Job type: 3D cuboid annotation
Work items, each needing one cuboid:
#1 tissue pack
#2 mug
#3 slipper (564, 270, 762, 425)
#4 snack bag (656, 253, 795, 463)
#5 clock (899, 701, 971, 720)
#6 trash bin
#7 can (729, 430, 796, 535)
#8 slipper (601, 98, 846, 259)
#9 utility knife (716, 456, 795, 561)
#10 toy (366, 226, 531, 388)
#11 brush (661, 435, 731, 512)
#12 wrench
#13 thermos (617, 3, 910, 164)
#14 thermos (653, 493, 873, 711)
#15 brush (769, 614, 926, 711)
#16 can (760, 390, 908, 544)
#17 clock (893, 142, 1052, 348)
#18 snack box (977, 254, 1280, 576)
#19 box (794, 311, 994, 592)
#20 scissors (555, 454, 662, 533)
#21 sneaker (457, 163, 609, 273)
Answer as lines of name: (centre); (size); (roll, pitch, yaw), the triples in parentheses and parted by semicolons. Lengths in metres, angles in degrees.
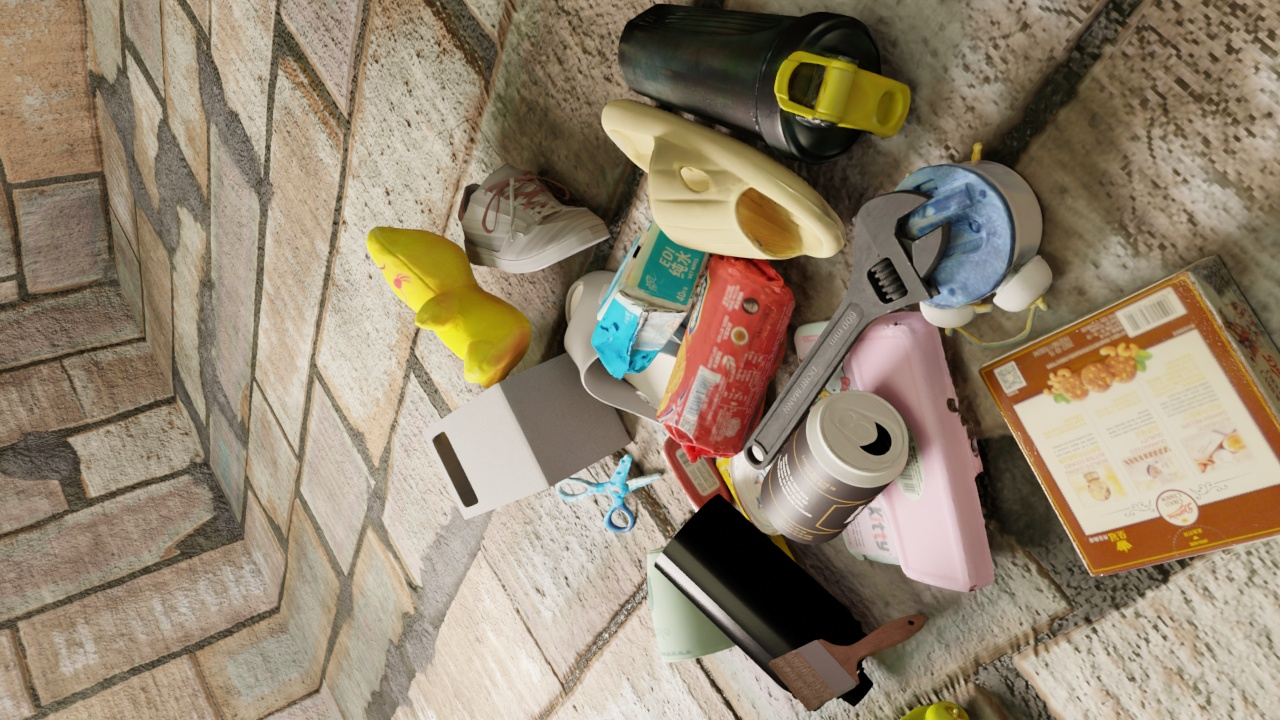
tissue pack: (0.009, -0.061, 0.767); (0.061, 0.144, 0.093); (27, 140, -7)
mug: (0.047, 0.232, 0.906); (0.111, 0.084, 0.104); (111, 145, -78)
slipper: (-0.005, 0.005, 0.855); (0.266, 0.080, 0.113); (37, 136, 36)
snack bag: (0.071, -0.002, 0.734); (0.082, 0.082, 0.176); (32, 110, 40)
clock: (0.234, 0.314, 0.715); (0.083, 0.056, 0.119); (59, 143, 15)
trash bin: (-0.133, 0.085, 1.020); (0.229, 0.114, 0.114); (-28, 88, 54)
can: (0.115, 0.100, 0.768); (0.086, 0.043, 0.086); (44, 143, 47)
slipper: (0.044, -0.125, 0.701); (0.079, 0.111, 0.261); (-53, 47, 2)
utility knife: (0.107, 0.145, 0.835); (0.031, 0.017, 0.159); (-39, 72, 41)
toy: (-0.193, -0.064, 0.948); (0.194, 0.087, 0.134); (48, -179, 13)
brush: (0.072, 0.145, 0.863); (0.172, 0.041, 0.030); (59, 160, 10)
wrench: (0.131, -0.007, 0.640); (0.073, 0.018, 0.274); (49, 139, 22)
thermos: (0.074, -0.203, 0.646); (0.221, 0.098, 0.098); (33, 131, 44)
thermos: (0.113, 0.212, 0.778); (0.198, 0.085, 0.086); (41, 137, 16)
brush: (0.165, 0.217, 0.684); (0.045, 0.142, 0.008); (45, 137, 42)
can: (0.136, 0.079, 0.657); (0.072, 0.071, 0.129); (54, 154, 20)
clock: (0.206, -0.067, 0.574); (0.089, 0.051, 0.125); (-17, 93, 53)
snack box: (0.291, 0.038, 0.523); (0.144, 0.041, 0.147); (-39, 75, 52)
box: (0.181, 0.066, 0.682); (0.153, 0.037, 0.201); (-5, 102, 60)
scissors: (-0.020, 0.145, 0.978); (0.140, 0.013, 0.118); (-23, 119, 33)
sneaker: (-0.121, -0.149, 0.917); (0.236, 0.099, 0.089); (10, 126, 53)
